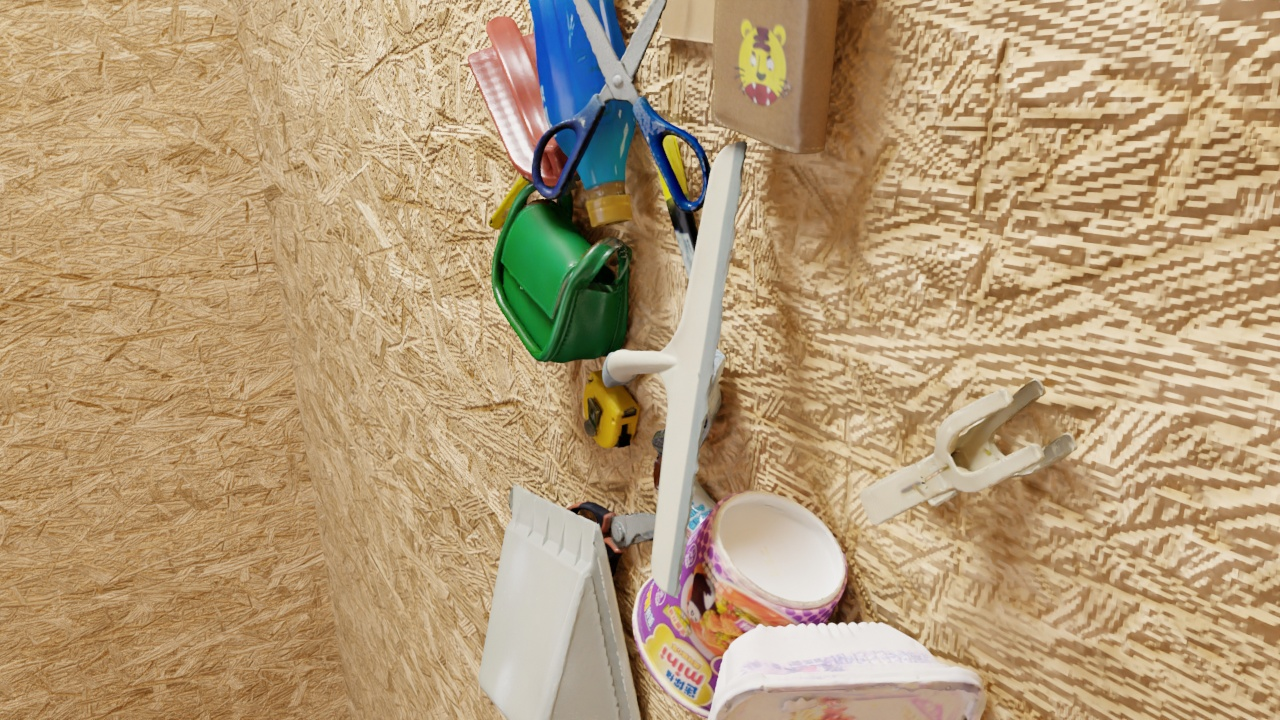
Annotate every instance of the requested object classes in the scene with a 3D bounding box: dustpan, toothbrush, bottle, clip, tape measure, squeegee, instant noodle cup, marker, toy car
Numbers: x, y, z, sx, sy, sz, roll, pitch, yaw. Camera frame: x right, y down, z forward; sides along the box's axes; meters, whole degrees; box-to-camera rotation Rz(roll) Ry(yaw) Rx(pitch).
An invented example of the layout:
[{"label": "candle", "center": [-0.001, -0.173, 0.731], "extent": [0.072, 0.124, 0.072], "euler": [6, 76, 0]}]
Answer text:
[{"label": "dustpan", "center": [-0.056, 0.274, 0.883], "extent": [0.223, 0.142, 0.257], "euler": [6, 81, 63]}, {"label": "toothbrush", "center": [-0.107, -0.160, 0.817], "extent": [0.191, 0.016, 0.015], "euler": [-34, 70, 61]}, {"label": "bottle", "center": [-0.040, -0.201, 0.623], "extent": [0.065, 0.065, 0.218], "euler": [-4, 97, 62]}, {"label": "clip", "center": [0.142, 0.045, 0.409], "extent": [0.101, 0.076, 0.034], "euler": [-50, 57, 56]}, {"label": "tape measure", "center": [-0.028, 0.042, 0.738], "extent": [0.060, 0.028, 0.057], "euler": [52, 143, 41]}, {"label": "squeegee", "center": [-0.004, 0.004, 0.602], "extent": [0.247, 0.039, 0.246], "euler": [173, 107, -78]}, {"label": "instant noodle cup", "center": [0.092, 0.207, 0.491], "extent": [0.060, 0.138, 0.174], "euler": [-101, 15, -56]}, {"label": "instant noodle cup", "center": [0.061, 0.137, 0.536], "extent": [0.111, 0.111, 0.099], "euler": [56, 139, 35]}, {"label": "marker", "center": [0.030, -0.089, 0.597], "extent": [0.018, 0.015, 0.124], "euler": [-15, 91, 56]}, {"label": "toy car", "center": [0.035, 0.030, 0.604], "extent": [0.034, 0.042, 0.091], "euler": [26, 134, 7]}]

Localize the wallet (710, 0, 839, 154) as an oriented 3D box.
[{"label": "wallet", "center": [0.064, -0.168, 0.457], "extent": [0.090, 0.033, 0.115], "euler": [39, 138, 51]}]

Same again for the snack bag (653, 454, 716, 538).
[{"label": "snack bag", "center": [0.036, 0.104, 0.646], "extent": [0.105, 0.026, 0.045], "euler": [53, 146, 43]}]

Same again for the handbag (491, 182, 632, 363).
[{"label": "handbag", "center": [-0.060, -0.068, 0.724], "extent": [0.131, 0.067, 0.120], "euler": [54, 135, 40]}]

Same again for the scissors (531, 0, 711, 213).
[{"label": "scissors", "center": [-0.015, -0.161, 0.577], "extent": [0.163, 0.012, 0.176], "euler": [-34, 93, 31]}]

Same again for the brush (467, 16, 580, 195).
[{"label": "brush", "center": [-0.084, -0.192, 0.695], "extent": [0.069, 0.063, 0.145], "euler": [80, 168, -64]}]

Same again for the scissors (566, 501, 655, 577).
[{"label": "scissors", "center": [-0.016, 0.161, 0.780], "extent": [0.210, 0.015, 0.177], "euler": [36, 130, 52]}]

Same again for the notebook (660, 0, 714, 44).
[{"label": "notebook", "center": [0.052, -0.276, 0.482], "extent": [0.149, 0.012, 0.212], "euler": [37, 132, 53]}]
